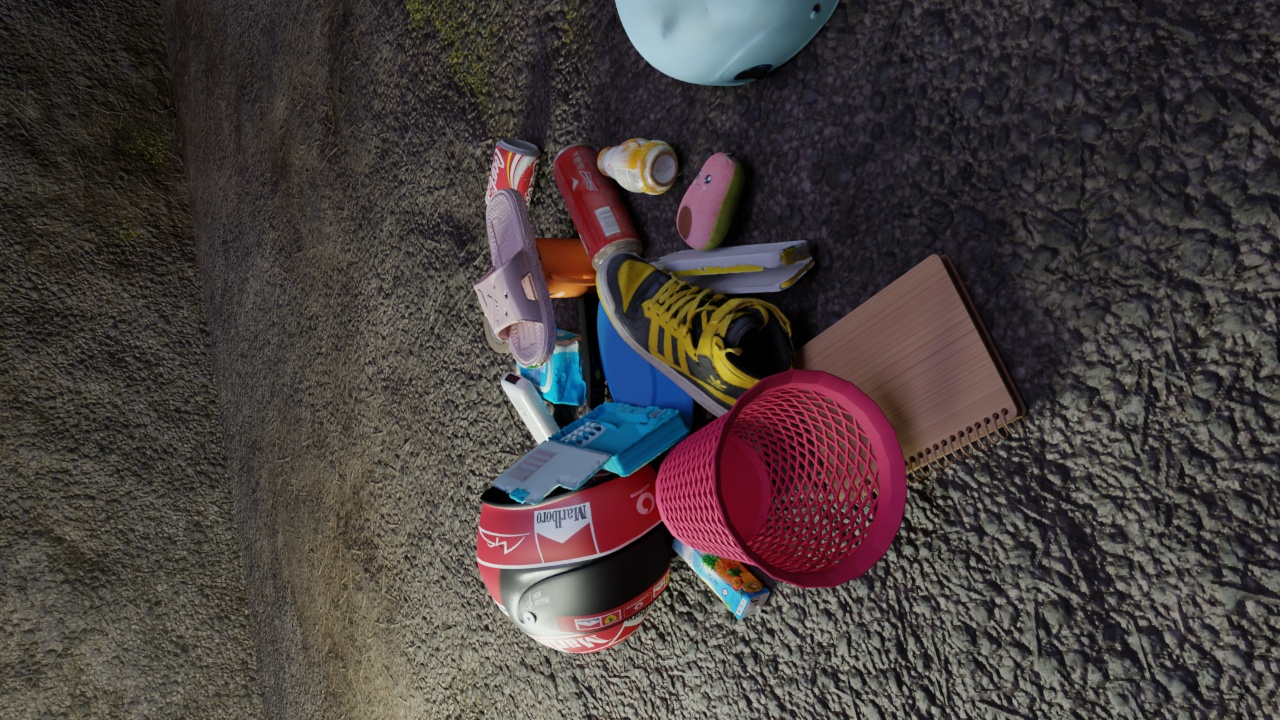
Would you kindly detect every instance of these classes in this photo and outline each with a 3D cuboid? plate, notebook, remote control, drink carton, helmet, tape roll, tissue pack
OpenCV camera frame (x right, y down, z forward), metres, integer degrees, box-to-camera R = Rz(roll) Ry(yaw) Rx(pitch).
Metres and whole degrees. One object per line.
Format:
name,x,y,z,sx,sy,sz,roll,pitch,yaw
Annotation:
plate,-0.007,0.006,1.097,0.224,0.024,0.225,41,139,49
notebook,0.235,0.028,0.851,0.211,0.022,0.169,-41,62,45
remote control,-0.064,-0.012,1.200,0.020,0.041,0.152,-5,90,26
drink carton,0.088,0.234,1.036,0.129,0.044,0.039,42,124,39
helmet,0.063,-0.390,0.915,0.266,0.166,0.225,-31,79,58
helmet,-0.073,0.237,1.108,0.272,0.197,0.224,-10,101,42
tape roll,-0.198,-0.058,1.370,0.094,0.030,0.094,7,99,51
remote control,-0.145,0.076,1.269,0.060,0.025,0.138,19,144,51
tissue pack,-0.122,0.003,1.258,0.145,0.061,0.093,17,108,50

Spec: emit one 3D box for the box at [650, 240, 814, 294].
box,0.092,-0.097,0.983,0.210,0.065,0.045,2,113,51

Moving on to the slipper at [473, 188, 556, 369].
slipper,-0.169,-0.102,1.150,0.094,0.064,0.239,-26,72,49

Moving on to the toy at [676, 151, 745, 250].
toy,0.077,-0.174,0.999,0.110,0.051,0.090,-64,22,17

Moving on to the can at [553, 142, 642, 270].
can,-0.056,-0.191,1.153,0.068,0.067,0.170,-46,59,43

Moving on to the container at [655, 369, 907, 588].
container,0.111,0.120,0.879,0.226,0.183,0.183,149,112,-68

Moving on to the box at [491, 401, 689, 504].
box,-0.066,0.107,1.037,0.039,0.181,0.227,60,160,-12

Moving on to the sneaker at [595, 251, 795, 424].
sneaker,0.057,-0.041,0.940,0.238,0.085,0.122,43,151,4

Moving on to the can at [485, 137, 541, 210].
can,-0.182,-0.257,1.305,0.064,0.064,0.105,40,123,41

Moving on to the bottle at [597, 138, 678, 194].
bottle,-0.006,-0.232,1.090,0.109,0.063,0.063,22,110,48

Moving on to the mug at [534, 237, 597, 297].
mug,-0.100,-0.116,1.191,0.113,0.095,0.078,26,114,47

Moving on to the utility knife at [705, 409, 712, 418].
utility knife,0.082,0.011,1.044,0.022,0.015,0.120,24,114,49
